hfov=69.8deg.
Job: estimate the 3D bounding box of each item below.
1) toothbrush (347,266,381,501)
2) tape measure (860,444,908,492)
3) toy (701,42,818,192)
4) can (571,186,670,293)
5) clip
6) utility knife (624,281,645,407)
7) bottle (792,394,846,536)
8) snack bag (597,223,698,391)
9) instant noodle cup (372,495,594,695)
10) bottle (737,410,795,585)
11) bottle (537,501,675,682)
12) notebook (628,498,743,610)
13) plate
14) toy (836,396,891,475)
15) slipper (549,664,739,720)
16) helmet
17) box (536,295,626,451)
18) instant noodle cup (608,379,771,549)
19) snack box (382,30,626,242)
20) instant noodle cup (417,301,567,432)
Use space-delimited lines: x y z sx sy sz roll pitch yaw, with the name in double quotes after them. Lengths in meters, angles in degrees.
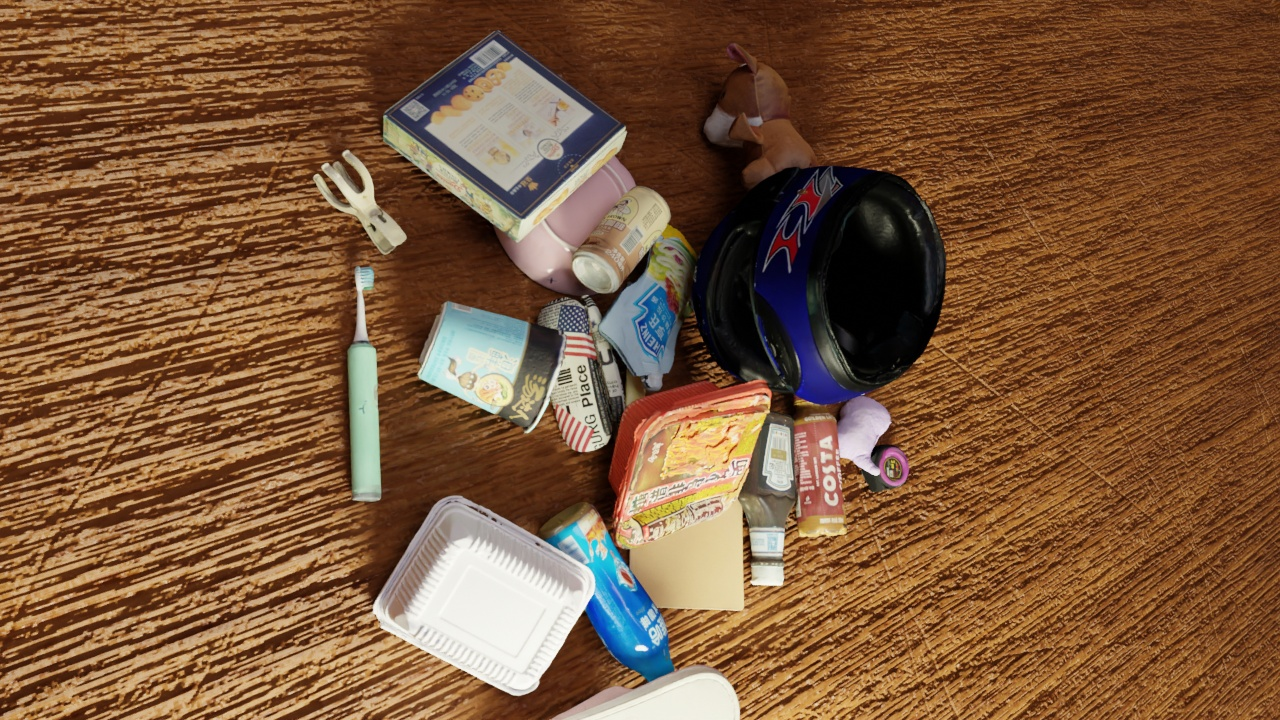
-0.258 0.019 0.855 0.027 0.026 0.224 -4 78 -10 "toothbrush"
0.305 0.135 1.154 0.057 0.039 0.057 -17 86 -28 "tape measure"
0.143 -0.282 1.133 0.130 0.140 0.199 -11 78 9 "toy"
-0.020 -0.128 0.969 0.058 0.059 0.116 44 59 -14 "can"
-0.276 -0.150 0.896 0.034 0.082 0.104 -48 122 -32 "clip"
-0.006 0.006 1.013 0.031 0.021 0.198 12 64 -27 "utility knife"
0.208 0.119 1.088 0.057 0.058 0.174 5 75 -30 "bottle"
0.018 -0.059 1.006 0.110 0.039 0.190 62 38 -36 "snack bag"
-0.135 0.218 0.824 0.173 0.060 0.138 33 84 -15 "instant noodle cup"
0.144 0.156 1.047 0.079 0.044 0.194 14 71 -41 "bottle"
-0.020 0.246 0.914 0.065 0.065 0.218 -36 97 -33 "bottle"
0.052 0.167 1.012 0.147 0.008 0.207 10 72 -28 "notebook"
-0.070 -0.168 1.009 0.192 0.039 0.192 9 73 -29 "plate"
0.273 0.088 1.140 0.084 0.039 0.107 25 53 16 "toy"
-0.033 0.371 0.866 0.274 0.054 0.114 -23 91 -17 "slipper"
0.174 -0.075 1.004 0.314 0.241 0.247 -42 112 -43 "helmet"
-0.065 0.014 0.957 0.087 0.076 0.163 -11 85 -13 "box"
0.040 0.093 0.938 0.164 0.189 0.079 -13 43 -33 "instant noodle cup"
-0.138 -0.236 0.952 0.182 0.046 0.177 38 59 5 "snack box"
-0.148 0.001 0.887 0.120 0.111 0.111 20 67 -17 "instant noodle cup"
